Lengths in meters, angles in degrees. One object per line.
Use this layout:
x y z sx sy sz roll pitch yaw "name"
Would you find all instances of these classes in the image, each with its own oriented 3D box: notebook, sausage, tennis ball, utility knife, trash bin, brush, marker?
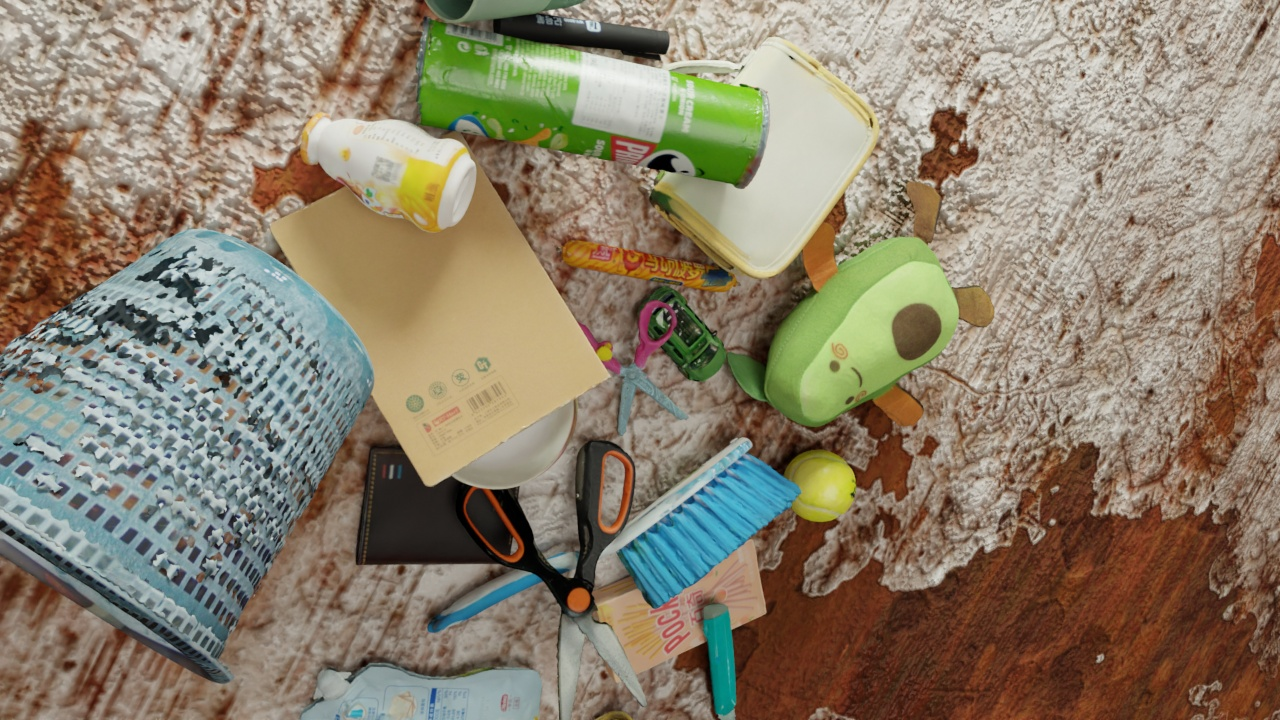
-0.136 -0.039 0.631 0.147 0.008 0.207 -32 89 -13 "notebook"
0.009 -0.074 0.729 0.165 0.021 0.021 7 102 -26 "sausage"
0.160 0.112 0.825 0.065 0.065 0.065 -7 107 -22 "tennis ball"
0.075 0.297 0.853 0.029 0.013 0.210 -20 124 -20 "utility knife"
-0.269 0.041 0.529 0.226 0.227 0.194 50 54 -27 "trash bin"
-0.017 0.165 0.764 0.314 0.061 0.109 -36 87 -13 "brush"
-0.041 -0.235 0.662 0.131 0.020 0.022 -2 135 -25 "marker"

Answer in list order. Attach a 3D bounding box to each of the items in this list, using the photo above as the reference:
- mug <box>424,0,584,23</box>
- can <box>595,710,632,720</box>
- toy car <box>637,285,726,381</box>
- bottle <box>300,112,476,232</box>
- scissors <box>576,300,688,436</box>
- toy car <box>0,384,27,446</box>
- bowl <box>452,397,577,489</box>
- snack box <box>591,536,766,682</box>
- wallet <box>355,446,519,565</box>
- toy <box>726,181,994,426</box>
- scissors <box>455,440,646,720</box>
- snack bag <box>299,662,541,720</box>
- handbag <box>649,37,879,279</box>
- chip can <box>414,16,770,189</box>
-0.090 -0.276 0.591 0.106 0.082 0.111 -25 72 -36 "mug"
-0.046 0.380 0.805 0.148 0.074 0.049 -46 120 -6 "can"
0.037 -0.019 0.750 0.043 0.036 0.091 -47 121 -7 "toy car"
-0.165 -0.127 0.601 0.108 0.063 0.063 21 96 2 "bottle"
-0.003 0.003 0.731 0.133 0.017 0.129 40 113 -20 "scissors"
-0.389 0.056 0.581 0.056 0.037 0.122 -49 130 -7 "toy car"
-0.109 0.033 0.684 0.113 0.062 0.113 -5 105 -21 "bowl"
0.035 0.218 0.822 0.157 0.026 0.084 -20 112 -18 "snack box"
-0.154 0.113 0.713 0.122 0.020 0.096 5 102 -27 "wallet"
0.199 -0.031 0.788 0.246 0.090 0.227 -39 114 -11 "toy"
-0.061 0.165 0.716 0.222 0.022 0.220 27 72 -15 "scissors"
-0.179 0.298 0.743 0.190 0.039 0.110 10 106 -24 "snack bag"
0.073 -0.171 0.717 0.178 0.063 0.163 37 88 -13 "handbag"
-0.033 -0.174 0.627 0.236 0.072 0.072 8 101 -14 "chip can"
